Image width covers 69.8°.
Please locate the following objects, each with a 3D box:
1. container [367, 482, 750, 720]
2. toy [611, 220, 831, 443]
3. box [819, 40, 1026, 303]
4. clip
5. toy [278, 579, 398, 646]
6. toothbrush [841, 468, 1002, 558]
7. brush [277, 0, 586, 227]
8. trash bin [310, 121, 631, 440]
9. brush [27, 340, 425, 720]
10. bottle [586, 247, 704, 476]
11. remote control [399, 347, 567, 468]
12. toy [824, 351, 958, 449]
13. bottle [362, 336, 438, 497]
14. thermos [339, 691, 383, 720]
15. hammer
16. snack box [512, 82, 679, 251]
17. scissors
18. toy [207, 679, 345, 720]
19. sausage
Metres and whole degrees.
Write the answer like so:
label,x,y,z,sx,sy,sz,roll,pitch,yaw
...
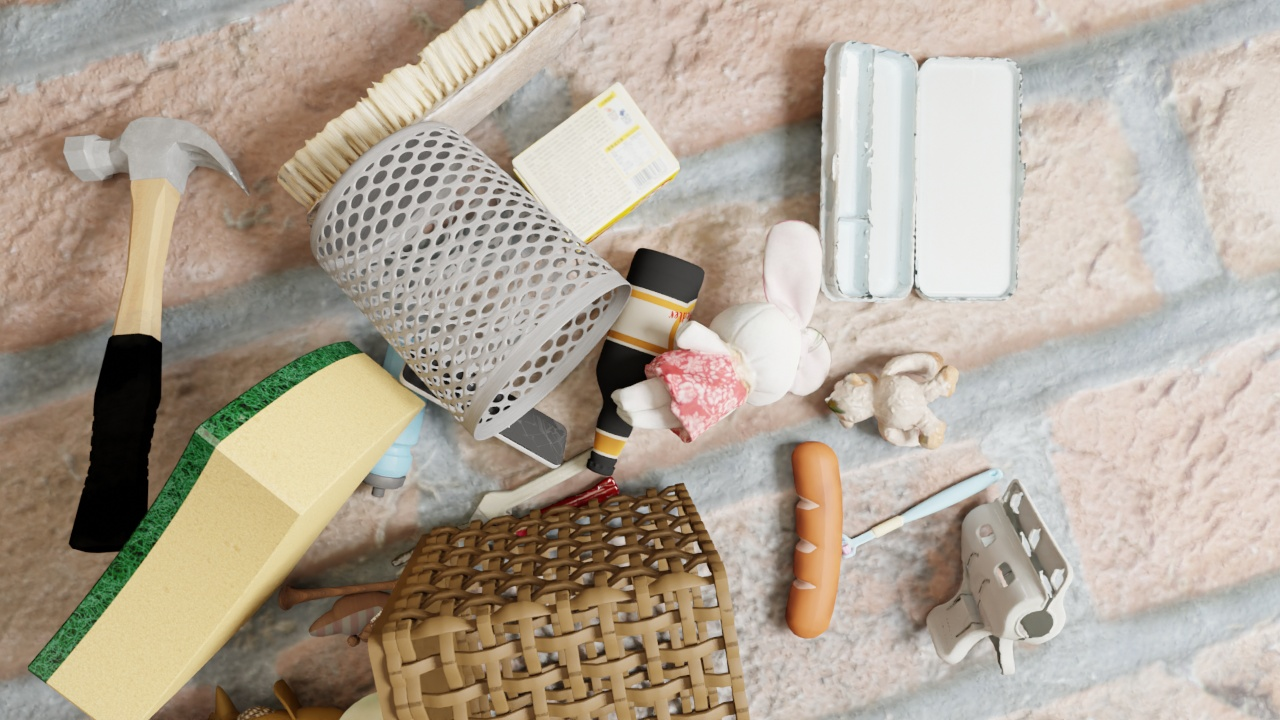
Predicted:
label,x,y,z,sx,sy,sz,roll,pitch,yaw
container,-0.043,0.251,0.658,0.214,0.219,0.251,-10,98,-3
toy,0.071,0.000,0.699,0.194,0.084,0.159,-32,128,-17
box,0.228,-0.150,0.752,0.192,0.061,0.210,-3,94,-22
clip,0.289,0.182,0.739,0.074,0.124,0.144,16,118,-3
toy,-0.236,0.204,0.743,0.101,0.042,0.054,-5,84,-7
toothbrush,0.237,0.127,0.778,0.155,0.016,0.022,-25,56,-1
brush,-0.157,-0.201,0.705,0.271,0.083,0.056,-39,95,0
trash bin,-0.126,-0.062,0.670,0.183,0.156,0.156,45,89,7
brush,-0.271,0.112,0.631,0.075,0.194,0.251,40,107,-4
bottle,-0.004,0.004,0.736,0.059,0.059,0.181,19,92,-4
remote control,-0.120,0.036,0.722,0.146,0.045,0.008,33,126,-22
toy,0.203,0.038,0.753,0.106,0.074,0.085,0,106,1
bottle,-0.196,0.047,0.737,0.040,0.040,0.130,14,92,-4
thermos,-0.170,0.355,0.699,0.068,0.067,0.230,-9,117,-3
hammer,-0.362,-0.029,0.662,0.131,0.039,0.327,-4,70,0
snack box,-0.035,-0.150,0.725,0.106,0.061,0.083,-37,95,-1
scissors,-0.108,0.135,0.760,0.146,0.015,0.188,32,92,-5
toy,-0.305,0.326,0.698,0.203,0.199,0.162,-14,65,-16
sausage,0.145,0.149,0.762,0.044,0.039,0.164,2,93,-1
